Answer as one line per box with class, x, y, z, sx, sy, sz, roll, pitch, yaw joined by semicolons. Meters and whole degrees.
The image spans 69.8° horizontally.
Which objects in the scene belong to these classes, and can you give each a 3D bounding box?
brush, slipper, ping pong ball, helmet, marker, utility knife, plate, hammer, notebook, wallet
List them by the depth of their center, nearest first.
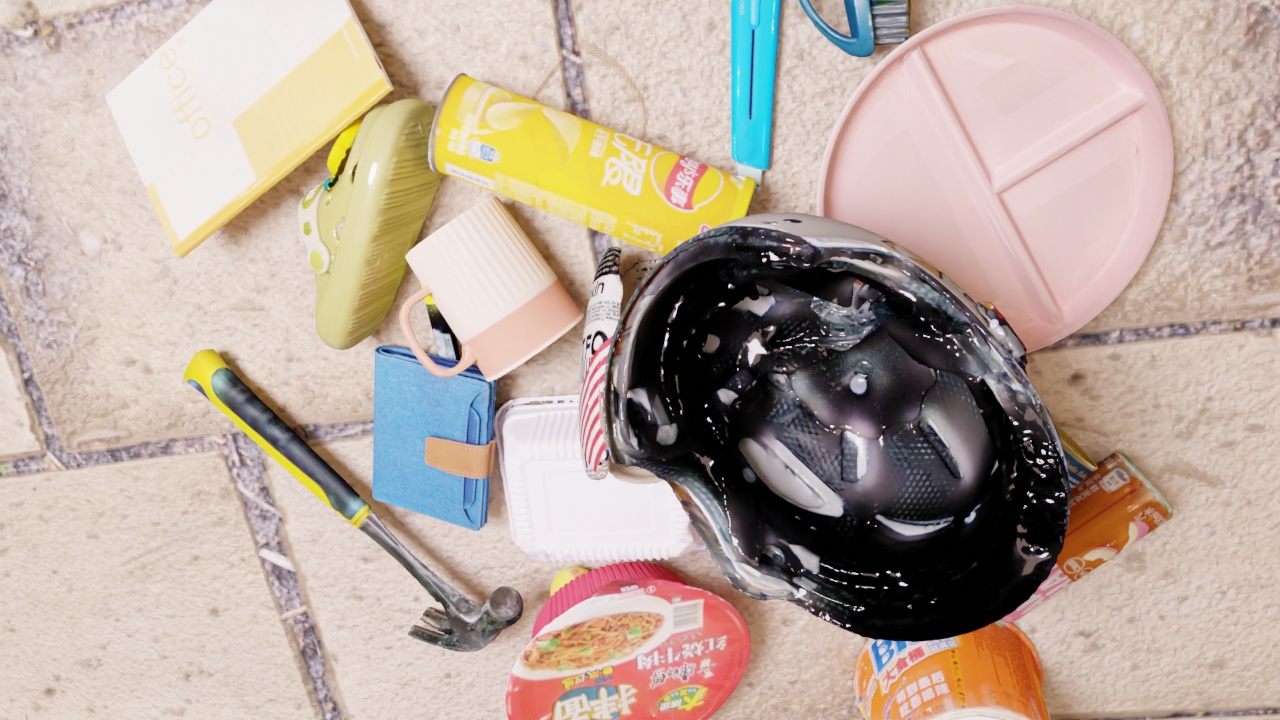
brush;0.124;-0.260;0.567;0.073;0.055;0.144;-10;107;9
helmet;0.121;0.024;0.567;0.274;0.156;0.231;37;122;3
plate;0.229;-0.111;0.606;0.229;0.028;0.230;0;110;0
utility knife;0.076;-0.194;0.615;0.034;0.018;0.160;2;110;6
notebook;-0.278;-0.187;0.640;0.207;0.010;0.146;-32;78;16
slipper;-0.203;-0.099;0.647;0.081;0.091;0.191;24;111;3
marker;-0.151;-0.028;0.703;0.018;0.015;0.124;-4;111;13
wallet;-0.162;0.061;0.714;0.106;0.040;0.133;14;114;15
hammer;-0.238;0.115;0.736;0.323;0.031;0.126;44;134;-2
ping pong ball;-0.053;0.188;0.747;0.040;0.040;0.040;2;108;7

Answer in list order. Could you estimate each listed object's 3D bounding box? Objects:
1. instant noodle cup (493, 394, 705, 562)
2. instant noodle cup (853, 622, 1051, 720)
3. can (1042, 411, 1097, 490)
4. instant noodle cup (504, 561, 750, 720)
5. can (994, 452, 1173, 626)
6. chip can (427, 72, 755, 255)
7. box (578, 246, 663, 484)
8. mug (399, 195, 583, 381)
instant noodle cup;-0.028;0.097;0.704;0.173;0.060;0.138;-4;108;7
instant noodle cup;0.245;0.280;0.701;0.151;0.111;0.151;2;109;6
can;0.253;0.086;0.654;0.075;0.075;0.111;39;109;-6
instant noodle cup;-0.014;0.225;0.717;0.193;0.065;0.194;-8;124;-12
can;0.308;0.131;0.672;0.147;0.057;0.058;-42;99;17
chip can;-0.032;-0.125;0.624;0.213;0.072;0.072;20;109;1
box;0.000;0.005;0.644;0.087;0.076;0.162;5;77;-16
mug;-0.115;-0.043;0.647;0.114;0.082;0.106;-37;100;-18
